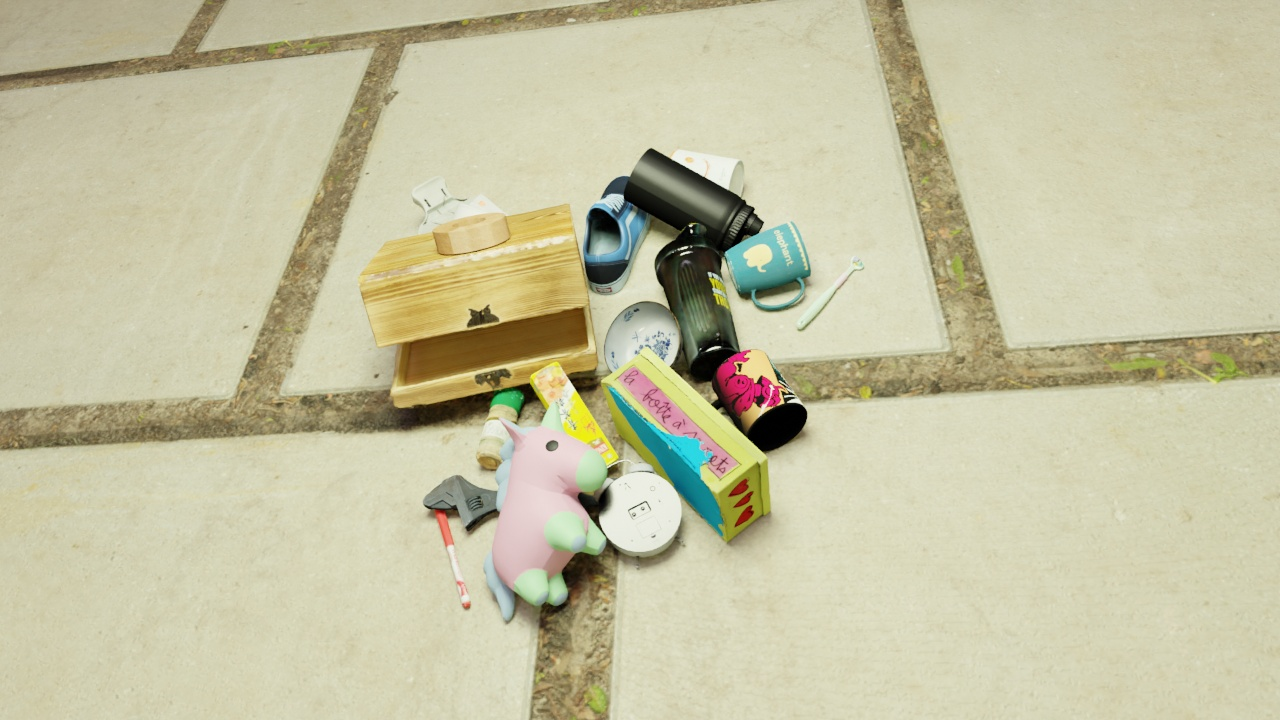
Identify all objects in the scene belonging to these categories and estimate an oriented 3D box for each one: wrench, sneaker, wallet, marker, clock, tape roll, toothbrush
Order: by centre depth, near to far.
[{"bbox_3d":[-0.005,0.171,1.069,0.094,0.035,0.122,-26,63,-9],"label":"clock"},{"bbox_3d":[-0.224,0.232,1.090,0.012,0.013,0.142,-22,50,-8],"label":"marker"},{"bbox_3d":[-0.130,0.166,1.118,0.273,0.022,0.073,-5,53,3],"label":"wrench"},{"bbox_3d":[-0.213,-0.161,1.157,0.094,0.027,0.094,-10,20,4],"label":"tape roll"},{"bbox_3d":[0.262,-0.093,1.272,0.022,0.015,0.154,46,65,0],"label":"toothbrush"},{"bbox_3d":[-0.036,-0.217,1.379,0.083,0.098,0.240,1,50,12],"label":"sneaker"},{"bbox_3d":[-0.231,-0.193,1.395,0.118,0.037,0.115,19,75,-2],"label":"wallet"}]

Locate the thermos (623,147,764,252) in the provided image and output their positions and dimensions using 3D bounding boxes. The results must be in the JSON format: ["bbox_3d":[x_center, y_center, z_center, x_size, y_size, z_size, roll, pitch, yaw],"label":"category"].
[{"bbox_3d":[0.082,-0.227,1.346,0.198,0.086,0.085,30,59,8],"label":"thermos"}]

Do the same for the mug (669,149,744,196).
[{"bbox_3d":[0.098,-0.277,1.416,0.105,0.082,0.082,14,54,19],"label":"mug"}]

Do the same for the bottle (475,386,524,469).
[{"bbox_3d":[-0.181,0.086,1.188,0.043,0.043,0.110,1,51,12],"label":"bottle"}]

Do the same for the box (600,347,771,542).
[{"bbox_3d":[0.055,0.098,1.081,0.079,0.124,0.221,-37,52,-17],"label":"box"}]

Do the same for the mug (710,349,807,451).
[{"bbox_3d":[0.132,0.060,1.133,0.118,0.082,0.098,-40,49,12],"label":"mug"}]

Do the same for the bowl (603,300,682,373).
[{"bbox_3d":[0.012,-0.018,1.206,0.114,0.045,0.114,-8,74,30],"label":"bowl"}]

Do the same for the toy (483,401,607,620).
[{"bbox_3d":[-0.121,0.173,1.043,0.171,0.120,0.222,39,96,30],"label":"toy"}]

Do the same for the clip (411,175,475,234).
[{"bbox_3d":[-0.300,-0.213,1.450,0.126,0.101,0.152,-34,66,-19],"label":"clip"}]

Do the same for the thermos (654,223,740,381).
[{"bbox_3d":[0.078,-0.079,1.250,0.098,0.098,0.220,-13,54,0],"label":"thermos"}]

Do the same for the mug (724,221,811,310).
[{"bbox_3d":[0.180,-0.125,1.281,0.104,0.084,0.112,-19,78,2],"label":"mug"}]

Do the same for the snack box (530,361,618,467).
[{"bbox_3d":[-0.084,0.074,1.146,0.040,0.029,0.148,-30,79,-17],"label":"snack box"}]

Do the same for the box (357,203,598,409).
[{"bbox_3d":[-0.210,-0.085,1.256,0.279,0.192,0.251,-13,22,-1],"label":"box"}]
